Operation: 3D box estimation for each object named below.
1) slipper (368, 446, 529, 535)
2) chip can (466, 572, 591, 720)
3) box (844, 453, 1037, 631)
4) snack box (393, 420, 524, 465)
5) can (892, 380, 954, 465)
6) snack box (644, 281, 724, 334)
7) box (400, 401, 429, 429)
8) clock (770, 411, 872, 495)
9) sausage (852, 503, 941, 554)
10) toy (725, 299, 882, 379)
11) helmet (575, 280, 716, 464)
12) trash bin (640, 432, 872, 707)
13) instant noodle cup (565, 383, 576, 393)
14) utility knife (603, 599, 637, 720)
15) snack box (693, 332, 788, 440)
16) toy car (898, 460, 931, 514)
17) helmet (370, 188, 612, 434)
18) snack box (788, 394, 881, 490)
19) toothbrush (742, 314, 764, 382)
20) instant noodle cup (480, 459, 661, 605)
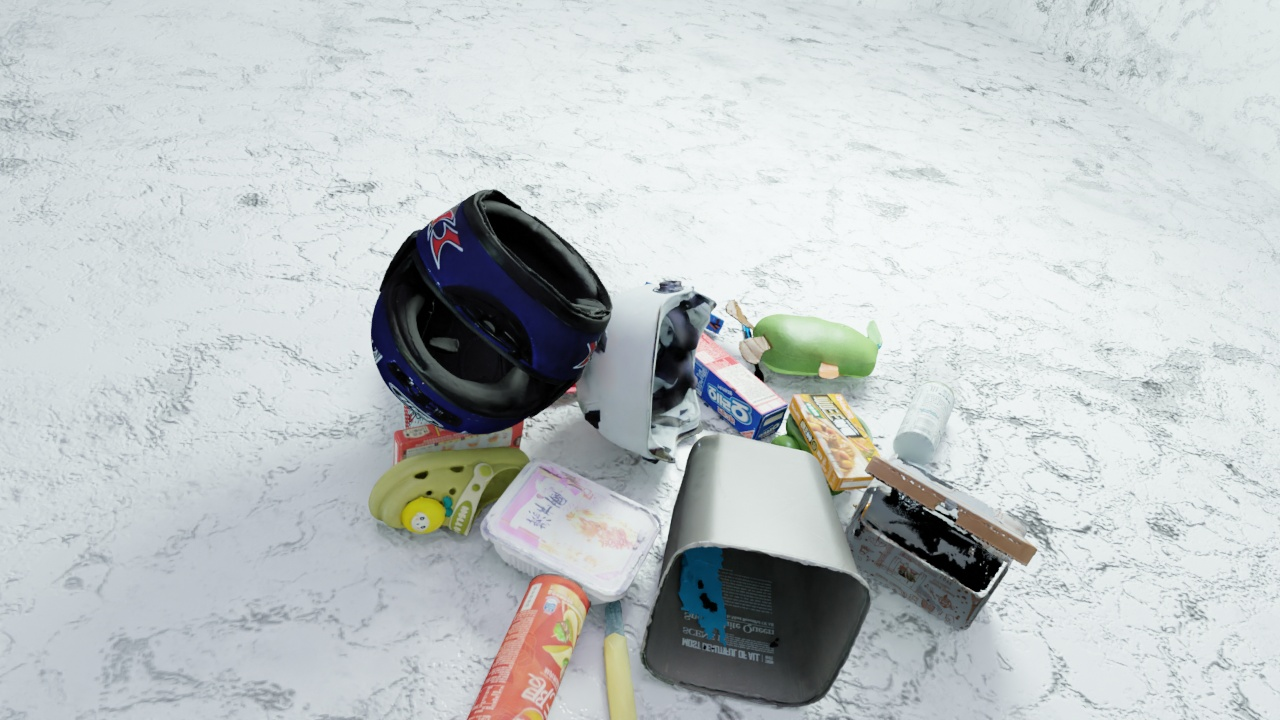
[{"bbox_3d":[-0.203,0.150,1.027,0.190,0.092,0.081,-9,44,-31],"label":"slipper"},{"bbox_3d":[-0.111,0.302,0.869,0.073,0.073,0.216,16,37,5],"label":"chip can"},{"bbox_3d":[0.330,0.183,1.016,0.179,0.273,0.130,31,68,21],"label":"box"},{"bbox_3d":[-0.216,0.103,1.092,0.152,0.075,0.025,-11,44,-28],"label":"snack box"},{"bbox_3d":[0.405,0.088,1.305,0.058,0.058,0.146,25,39,16],"label":"can"},{"bbox_3d":[0.065,-0.078,1.377,0.084,0.026,0.157,27,4,22],"label":"snack box"},{"bbox_3d":[-0.265,0.029,1.196,0.102,0.095,0.201,-31,42,10],"label":"box"},{"bbox_3d":[0.238,0.119,1.219,0.116,0.056,0.160,28,40,21],"label":"clock"},{"bbox_3d":[0.344,0.217,1.151,0.165,0.021,0.021,23,38,14],"label":"sausage"},{"bbox_3d":[0.249,-0.022,1.379,0.246,0.090,0.226,10,26,-10],"label":"toy"},{"bbox_3d":[-0.007,0.007,1.159,0.146,0.229,0.258,8,13,19],"label":"helmet"},{"bbox_3d":[0.113,0.209,0.970,0.199,0.199,0.219,13,30,-3],"label":"trash bin"},{"bbox_3d":[-0.129,-0.038,1.285,0.193,0.066,0.193,17,33,-12],"label":"instant noodle cup"},{"bbox_3d":[-0.019,0.319,0.916,0.031,0.020,0.195,8,44,-15],"label":"utility knife"},{"bbox_3d":[0.114,0.030,1.298,0.058,0.057,0.207,-17,46,-37],"label":"snack box"},{"bbox_3d":[0.354,0.170,1.191,0.054,0.037,0.120,21,27,10],"label":"toy car"},{"bbox_3d":[-0.175,-0.036,1.006,0.247,0.241,0.315,40,11,-12],"label":"helmet"},{"bbox_3d":[0.253,0.102,1.175,0.075,0.026,0.153,-1,40,-18],"label":"snack box"},{"bbox_3d":[0.171,-0.016,1.413,0.014,0.016,0.189,-1,36,-3],"label":"toothbrush"},{"bbox_3d":[-0.078,0.199,1.017,0.173,0.060,0.137,23,39,12],"label":"instant noodle cup"}]
